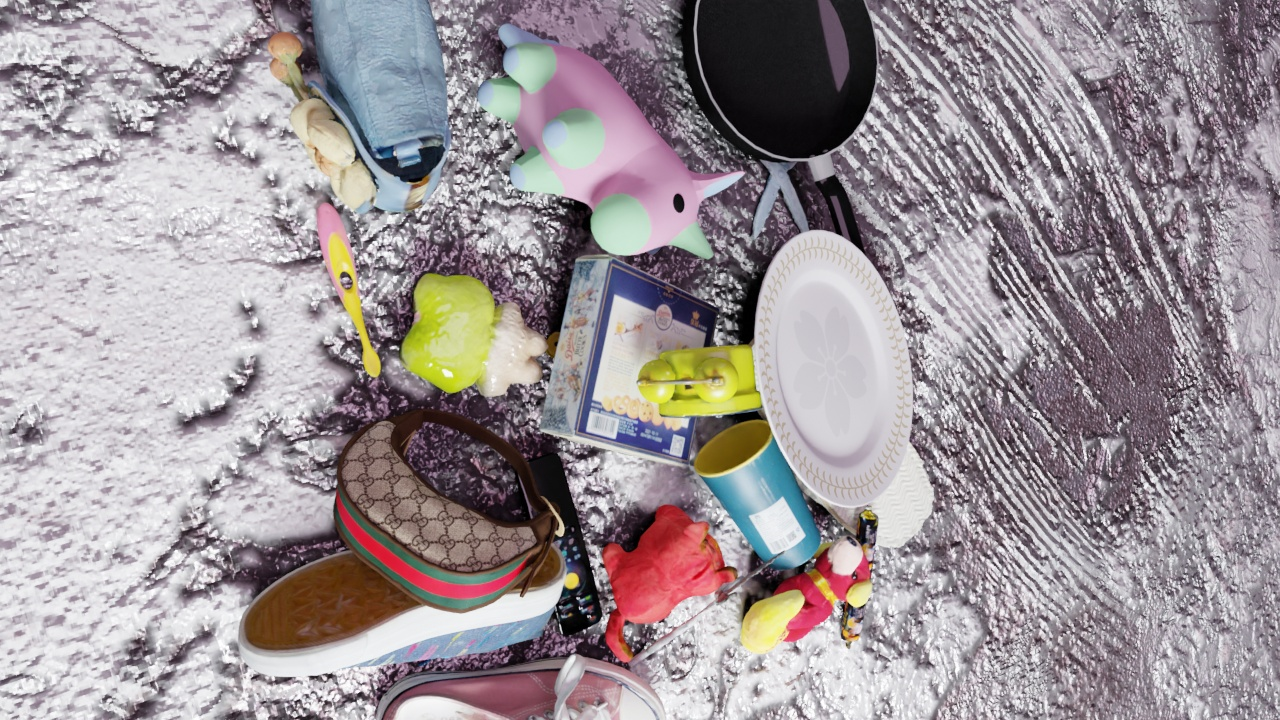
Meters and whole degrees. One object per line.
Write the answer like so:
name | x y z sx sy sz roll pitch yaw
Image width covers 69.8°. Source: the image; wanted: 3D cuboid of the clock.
clock | 0.048 0.018 0.719 0.118 0.083 0.057 -6 92 -63

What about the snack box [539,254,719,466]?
snack box | -0.004 0.004 0.759 0.144 0.043 0.145 21 77 -45

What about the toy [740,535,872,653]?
toy | 0.150 0.219 0.833 0.137 0.106 0.067 -35 64 -9

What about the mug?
mug | 0.110 0.124 0.822 0.078 0.078 0.121 -39 109 -23

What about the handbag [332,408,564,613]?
handbag | -0.136 0.103 0.673 0.166 0.063 0.138 33 45 10

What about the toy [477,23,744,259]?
toy | -0.031 -0.176 0.744 0.170 0.120 0.222 -8 67 -47

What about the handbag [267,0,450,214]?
handbag | -0.198 -0.201 0.651 0.118 0.122 0.192 -12 93 -17

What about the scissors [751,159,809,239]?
scissors | 0.141 -0.200 0.882 0.168 0.014 0.170 -34 103 -24

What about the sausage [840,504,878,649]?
sausage | 0.209 0.207 0.873 0.020 0.020 0.155 -7 112 -27

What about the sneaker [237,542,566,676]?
sneaker | -0.171 0.191 0.683 0.235 0.087 0.079 -7 126 -24

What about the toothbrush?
toothbrush | -0.220 -0.052 0.691 0.021 0.016 0.135 -17 94 -25

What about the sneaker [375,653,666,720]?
sneaker | -0.078 0.283 0.708 0.240 0.088 0.118 9 84 -26

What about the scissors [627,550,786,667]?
scissors | 0.056 0.210 0.777 0.175 0.141 0.014 -38 78 8

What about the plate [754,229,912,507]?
plate | 0.170 0.006 0.803 0.242 0.016 0.242 11 74 -44

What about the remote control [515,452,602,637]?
remote control | -0.068 0.152 0.758 0.041 0.020 0.152 -18 97 -27

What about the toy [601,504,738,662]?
toy | 0.016 0.185 0.758 0.088 0.094 0.132 45 71 -19

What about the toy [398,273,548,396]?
toy | -0.127 -0.016 0.721 0.117 0.043 0.092 17 78 -29

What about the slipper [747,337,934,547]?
slipper | 0.183 0.073 0.870 0.272 0.054 0.114 46 73 -23

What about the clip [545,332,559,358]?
clip | -0.055 -0.004 0.766 0.048 0.045 0.054 44 69 -46

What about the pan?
pan | 0.154 -0.213 0.856 0.203 0.044 0.356 -25 102 -24
